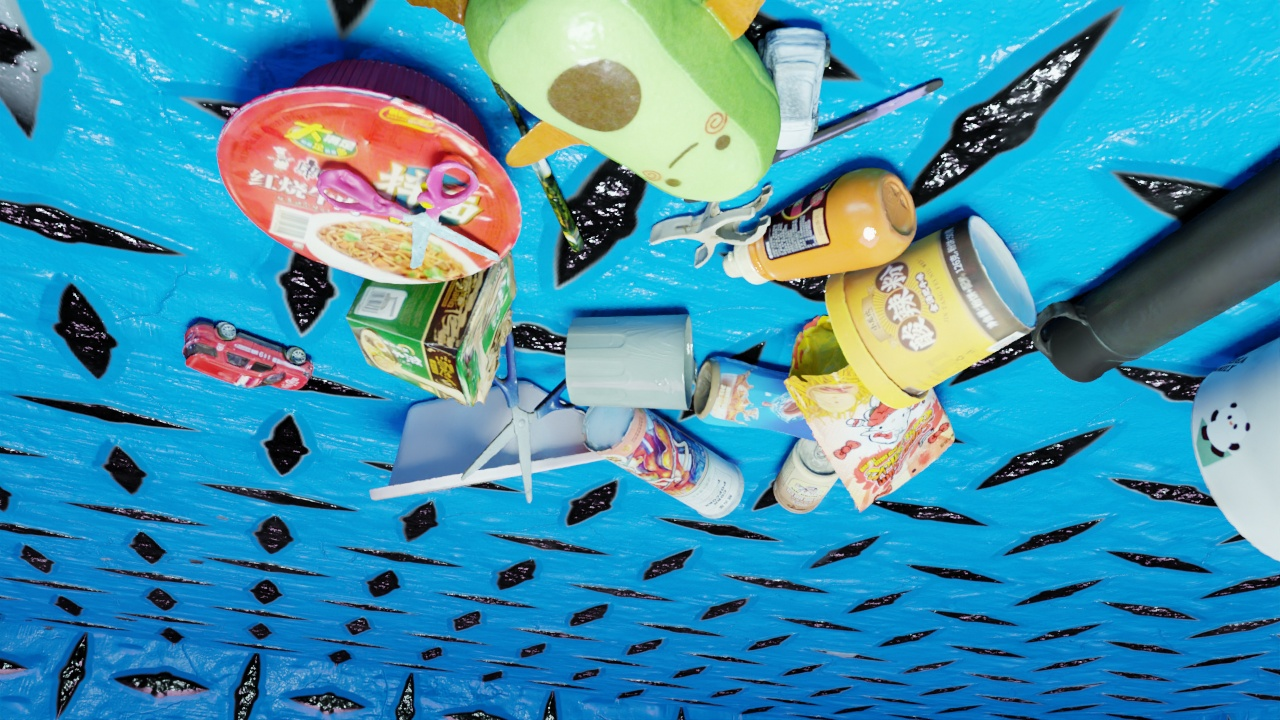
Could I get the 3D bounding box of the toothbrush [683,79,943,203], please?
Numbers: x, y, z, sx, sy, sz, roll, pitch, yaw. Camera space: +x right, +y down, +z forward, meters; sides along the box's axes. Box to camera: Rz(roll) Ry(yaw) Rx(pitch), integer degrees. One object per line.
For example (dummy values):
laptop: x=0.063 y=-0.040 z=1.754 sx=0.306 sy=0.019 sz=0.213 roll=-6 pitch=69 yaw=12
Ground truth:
toothbrush: x=0.107 y=-0.144 z=0.607 sx=0.189 sy=0.016 sz=0.014 roll=-20 pitch=155 yaw=31

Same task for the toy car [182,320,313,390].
toy car: x=-0.382 y=0.001 z=0.893 sx=0.120 sy=0.045 sz=0.053 roll=20 pitch=149 yaw=-31

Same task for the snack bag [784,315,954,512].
snack bag: x=0.210 y=0.045 z=0.829 sx=0.128 sy=0.073 sz=0.208 roll=-42 pitch=127 yaw=-4

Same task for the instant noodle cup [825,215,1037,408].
instant noodle cup: x=0.218 y=-0.039 z=0.681 sx=0.115 sy=0.118 sz=0.118 roll=-30 pitch=137 yaw=35

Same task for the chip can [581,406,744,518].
chip can: x=0.028 y=0.106 z=1.005 sx=0.071 sy=0.071 sz=0.214 roll=-17 pitch=144 yaw=33

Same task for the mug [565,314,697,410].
mug: x=-0.005 y=0.005 z=0.826 sx=0.103 sy=0.083 sz=0.124 roll=0 pitch=170 yaw=8

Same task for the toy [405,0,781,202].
toy: x=-0.014 y=-0.165 z=0.503 sx=0.246 sy=0.089 sz=0.228 roll=28 pitch=150 yaw=-31

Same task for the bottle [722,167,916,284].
bottle: x=0.120 y=-0.087 z=0.660 sx=0.066 sy=0.066 sz=0.150 roll=28 pitch=150 yaw=-37

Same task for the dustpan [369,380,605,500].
dustpan: x=-0.154 y=0.125 z=0.991 sx=0.223 sy=0.138 sz=0.273 roll=-15 pitch=146 yaw=29

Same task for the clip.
clip: x=0.055 y=-0.100 z=0.673 sx=0.070 sy=0.034 sz=0.100 roll=22 pitch=155 yaw=-30

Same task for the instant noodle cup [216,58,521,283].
instant noodle cup: x=-0.172 y=-0.129 z=0.610 sx=0.194 sy=0.065 sz=0.194 roll=2 pitch=150 yaw=1

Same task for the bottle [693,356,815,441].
bottle: x=0.163 y=0.045 z=0.884 sx=0.218 sy=0.065 sz=0.065 roll=11 pitch=150 yaw=-13

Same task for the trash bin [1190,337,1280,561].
trash bin: x=0.588 y=0.045 z=0.684 sx=0.229 sy=0.229 sz=0.253 roll=13 pitch=155 yaw=-16

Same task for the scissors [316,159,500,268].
scissors: x=-0.147 y=-0.093 z=0.592 sx=0.133 sy=0.017 sz=0.134 roll=10 pitch=154 yaw=-16

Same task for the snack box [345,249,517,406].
snack box: x=-0.169 y=-0.036 z=0.742 sx=0.105 sy=0.118 sz=0.118 roll=13 pitch=152 yaw=4

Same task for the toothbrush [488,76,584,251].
toothbrush: x=-0.067 y=-0.132 z=0.642 sx=0.012 sy=0.017 sz=0.186 roll=-35 pitch=149 yaw=-7

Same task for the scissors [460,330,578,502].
scissors: x=-0.107 y=0.045 z=0.860 sx=0.162 sy=0.176 sz=0.012 roll=-23 pitch=-164 yaw=-30

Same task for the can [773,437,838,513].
can: x=0.189 y=0.127 z=1.033 sx=0.058 sy=0.058 sz=0.116 roll=5 pitch=151 yaw=-2

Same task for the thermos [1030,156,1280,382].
thermos: x=0.387 y=-0.061 z=0.659 sx=0.090 sy=0.068 sz=0.243 roll=8 pitch=151 yaw=-17

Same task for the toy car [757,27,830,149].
toy car: x=0.090 y=-0.161 z=0.555 sx=0.043 sy=0.034 sz=0.091 roll=-1 pitch=152 yaw=2
